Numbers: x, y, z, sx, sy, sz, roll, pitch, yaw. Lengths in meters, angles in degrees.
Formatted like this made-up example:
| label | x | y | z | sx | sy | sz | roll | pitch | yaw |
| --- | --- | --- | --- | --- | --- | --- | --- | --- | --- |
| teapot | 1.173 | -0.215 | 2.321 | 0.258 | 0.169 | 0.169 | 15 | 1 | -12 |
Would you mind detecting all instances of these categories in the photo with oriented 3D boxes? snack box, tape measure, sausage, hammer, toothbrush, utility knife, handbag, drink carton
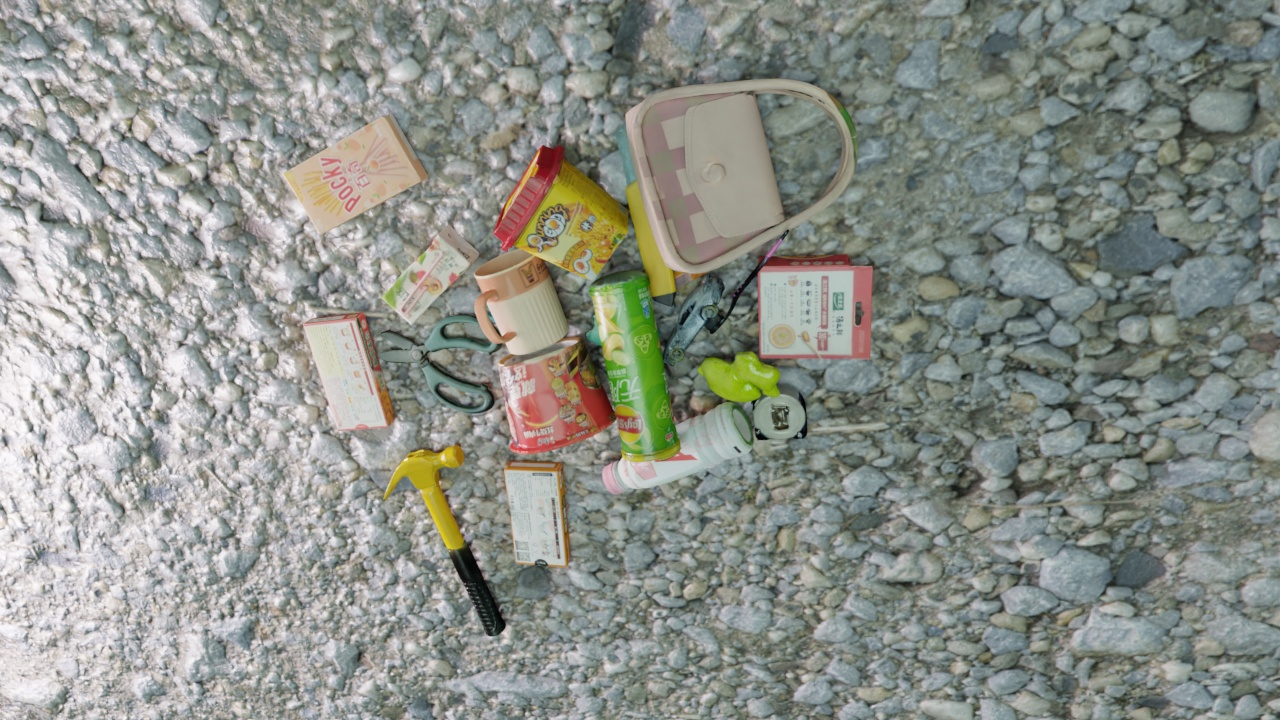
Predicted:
| label | x | y | z | sx | sy | sz | roll | pitch | yaw |
| --- | --- | --- | --- | --- | --- | --- | --- | --- | --- |
| snack box | -0.138 | 0.209 | 1.243 | 0.075 | 0.026 | 0.154 | 1 | 113 | 10 |
| tape measure | 0.169 | 0.064 | 1.118 | 0.066 | 0.033 | 0.066 | -6 | 112 | 11 |
| sausage | 0.076 | -0.113 | 1.064 | 0.165 | 0.021 | 0.021 | -27 | 106 | 20 |
| snack box | 0.199 | -0.061 | 1.052 | 0.127 | 0.044 | 0.113 | 1 | 113 | 11 |
| hammer | -0.258 | 0.258 | 1.283 | 0.129 | 0.032 | 0.301 | -14 | 110 | 16 |
| toothbrush | 0.117 | -0.087 | 1.035 | 0.018 | 0.014 | 0.190 | 39 | 139 | 4 |
| snack box | -0.380 | 0.016 | 1.202 | 0.077 | 0.027 | 0.156 | -5 | 112 | 13 |
| utility knife | 0.006 | -0.165 | 1.049 | 0.033 | 0.015 | 0.216 | -10 | 103 | 19 |
| handbag | 0.113 | -0.209 | 0.979 | 0.234 | 0.093 | 0.193 | -15 | 103 | 7 |
| drink carton | -0.257 | -0.102 | 1.118 | 0.053 | 0.045 | 0.123 | 44 | 114 | -11 |
| snack box | -0.339 | -0.220 | 1.092 | 0.157 | 0.026 | 0.084 | -23 | 107 | 19 |

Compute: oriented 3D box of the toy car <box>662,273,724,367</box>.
| label | x | y | z | sx | sy | sz | roll | pitch | yaw |
| --- | --- | --- | --- | --- | --- | --- | --- | --- | --- |
| toy car | 0.059 | -0.047 | 1.079 | 0.037 | 0.054 | 0.121 | 29 | 116 | -6 |

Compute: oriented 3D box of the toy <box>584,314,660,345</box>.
| label | x | y | z | sx | sy | sz | roll | pitch | yaw |
| --- | --- | --- | --- | --- | --- | --- | --- | --- | --- |
| toy | -0.020 | -0.036 | 1.112 | 0.092 | 0.030 | 0.097 | 13 | 112 | 1 |

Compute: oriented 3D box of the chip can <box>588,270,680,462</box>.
| label | x | y | z | sx | sy | sz | roll | pitch | yaw |
| --- | --- | --- | --- | --- | --- | --- | --- | --- | --- |
| chip can | -0.006 | 0.006 | 1.068 | 0.073 | 0.072 | 0.221 | -8 | 103 | 14 |

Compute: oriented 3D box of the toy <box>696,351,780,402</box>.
| label | x | y | z | sx | sy | sz | roll | pitch | yaw |
| --- | --- | --- | --- | --- | --- | --- | --- | --- | --- |
| toy | 0.118 | 0.022 | 1.092 | 0.096 | 0.031 | 0.100 | 34 | 146 | 0 |

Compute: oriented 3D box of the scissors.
| label | x | y | z | sx | sy | sz | roll | pitch | yaw |
| --- | --- | --- | --- | --- | --- | --- | --- | --- | --- |
| scissors | -0.254 | 0.012 | 1.182 | 0.177 | 0.019 | 0.171 | -6 | 113 | 11 |

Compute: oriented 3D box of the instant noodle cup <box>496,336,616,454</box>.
| label | x | y | z | sx | sy | sz | roll | pitch | yaw |
| --- | --- | --- | --- | --- | --- | --- | --- | --- | --- |
| instant noodle cup | -0.108 | 0.038 | 1.108 | 0.138 | 0.137 | 0.108 | -14 | 102 | 16 |

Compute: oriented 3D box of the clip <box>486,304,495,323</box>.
| label | x | y | z | sx | sy | sz | roll | pitch | yaw |
| --- | --- | --- | --- | --- | --- | --- | --- | --- | --- |
| clip | -0.178 | -0.056 | 1.141 | 0.057 | 0.014 | 0.047 | 30 | 117 | -3 |

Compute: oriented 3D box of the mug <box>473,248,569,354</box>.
| label | x | y | z | sx | sy | sz | roll | pitch | yaw |
| --- | --- | --- | --- | --- | --- | --- | --- | --- | --- |
| mug | -0.146 | -0.063 | 1.078 | 0.082 | 0.114 | 0.106 | -5 | 116 | 35 |

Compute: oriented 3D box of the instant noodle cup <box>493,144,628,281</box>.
| label | x | y | z | sx | sy | sz | roll | pitch | yaw |
| --- | --- | --- | --- | --- | --- | --- | --- | --- | --- |
| instant noodle cup | -0.085 | -0.160 | 1.031 | 0.123 | 0.115 | 0.116 | 30 | 115 | -17 |

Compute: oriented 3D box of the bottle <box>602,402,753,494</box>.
| label | x | y | z | sx | sy | sz | roll | pitch | yaw |
| --- | --- | --- | --- | --- | --- | --- | --- | --- | --- |
| bottle | 0.043 | 0.117 | 1.149 | 0.197 | 0.068 | 0.068 | -26 | 106 | 23 |
